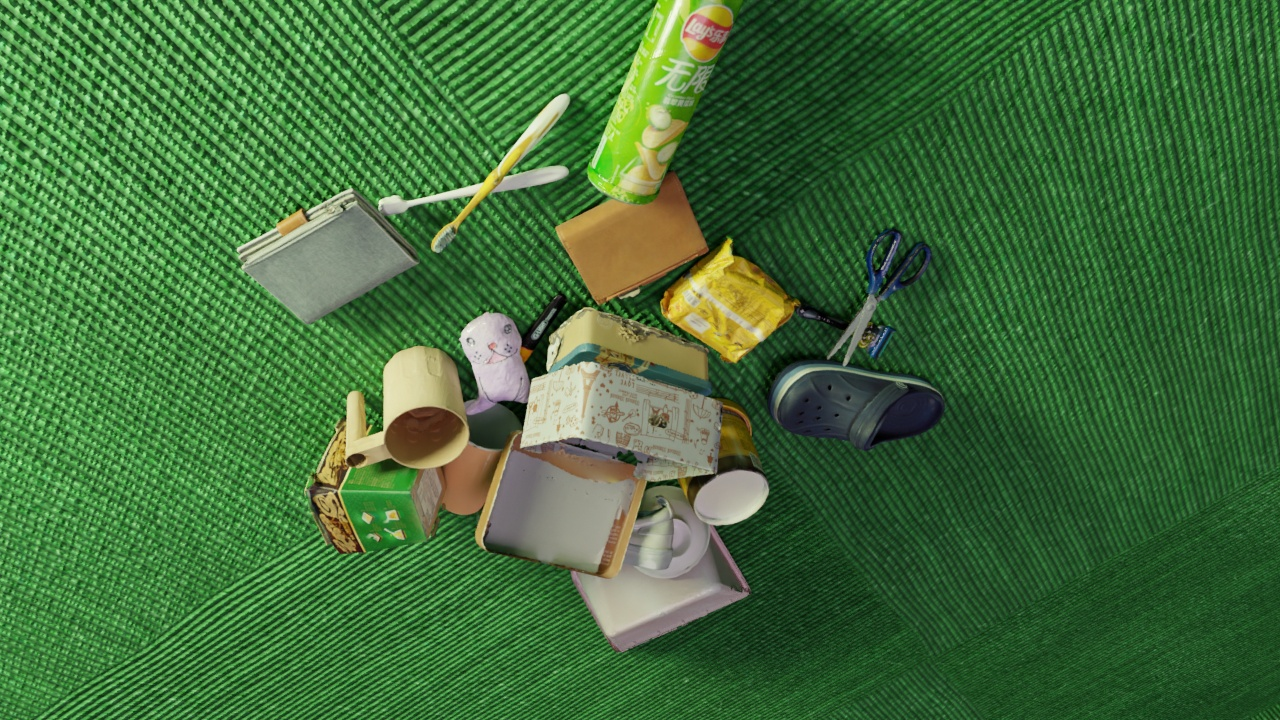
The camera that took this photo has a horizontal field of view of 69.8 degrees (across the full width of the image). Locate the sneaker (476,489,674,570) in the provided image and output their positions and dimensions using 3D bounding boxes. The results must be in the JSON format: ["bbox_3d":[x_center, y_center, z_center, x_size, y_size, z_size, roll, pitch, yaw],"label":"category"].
[{"bbox_3d":[-0.077,0.183,1.091,0.242,0.089,0.090,7,90,8],"label":"sneaker"}]

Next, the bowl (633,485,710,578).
[{"bbox_3d":[0.035,0.218,1.148,0.118,0.065,0.118,0,87,-6],"label":"bowl"}]

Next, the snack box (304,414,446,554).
[{"bbox_3d":[-0.271,0.133,0.972,0.106,0.118,0.118,-1,131,7],"label":"snack box"}]

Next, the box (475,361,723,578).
[{"bbox_3d":[-0.035,0.119,0.943,0.180,0.157,0.226,21,84,-31],"label":"box"}]

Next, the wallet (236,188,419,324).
[{"bbox_3d":[-0.290,-0.099,0.852,0.130,0.037,0.106,-26,137,11],"label":"wallet"}]

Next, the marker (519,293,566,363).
[{"bbox_3d":[-0.115,-0.023,0.980,0.018,0.015,0.124,22,119,-33],"label":"marker"}]

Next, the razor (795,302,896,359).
[{"bbox_3d":[0.234,-0.041,1.070,0.142,0.022,0.043,18,106,-29],"label":"razor"}]

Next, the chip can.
[{"bbox_3d":[0.021,-0.243,0.811,0.072,0.072,0.222,11,123,-25],"label":"chip can"}]

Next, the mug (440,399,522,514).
[{"bbox_3d":[-0.188,0.113,1.031,0.078,0.078,0.123,10,129,-24],"label":"mug"}]

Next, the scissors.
[{"bbox_3d":[0.260,-0.074,1.044,0.171,0.012,0.141,-36,125,0],"label":"scissors"}]

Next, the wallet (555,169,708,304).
[{"bbox_3d":[-0.005,-0.121,0.928,0.132,0.031,0.108,-26,128,5],"label":"wallet"}]

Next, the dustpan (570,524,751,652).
[{"bbox_3d":[0.024,0.295,1.283,0.222,0.138,0.273,-24,158,-1],"label":"dustpan"}]

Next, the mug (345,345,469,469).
[{"bbox_3d":[-0.242,0.053,0.943,0.124,0.103,0.084,-18,130,-3],"label":"mug"}]

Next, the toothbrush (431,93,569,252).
[{"bbox_3d":[-0.129,-0.170,0.842,0.016,0.018,0.191,38,101,-30],"label":"toothbrush"}]

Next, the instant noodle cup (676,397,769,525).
[{"bbox_3d":[0.091,0.124,1.098,0.118,0.114,0.119,-9,129,-11],"label":"instant noodle cup"}]

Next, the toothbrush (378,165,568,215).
[{"bbox_3d":[-0.155,-0.162,0.861,0.180,0.016,0.016,-14,132,-10],"label":"toothbrush"}]

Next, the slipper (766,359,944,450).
[{"bbox_3d":[0.270,0.067,1.124,0.252,0.095,0.105,6,123,-25],"label":"slipper"}]

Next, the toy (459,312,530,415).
[{"bbox_3d":[-0.154,0.001,0.963,0.083,0.039,0.108,-14,111,-11],"label":"toy"}]

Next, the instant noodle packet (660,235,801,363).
[{"bbox_3d":[0.095,-0.063,0.996,0.111,0.044,0.128,-42,125,19],"label":"instant noodle packet"}]

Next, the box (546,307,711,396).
[{"bbox_3d":[-0.006,0.006,0.992,0.184,0.059,0.090,18,147,-26],"label":"box"}]
